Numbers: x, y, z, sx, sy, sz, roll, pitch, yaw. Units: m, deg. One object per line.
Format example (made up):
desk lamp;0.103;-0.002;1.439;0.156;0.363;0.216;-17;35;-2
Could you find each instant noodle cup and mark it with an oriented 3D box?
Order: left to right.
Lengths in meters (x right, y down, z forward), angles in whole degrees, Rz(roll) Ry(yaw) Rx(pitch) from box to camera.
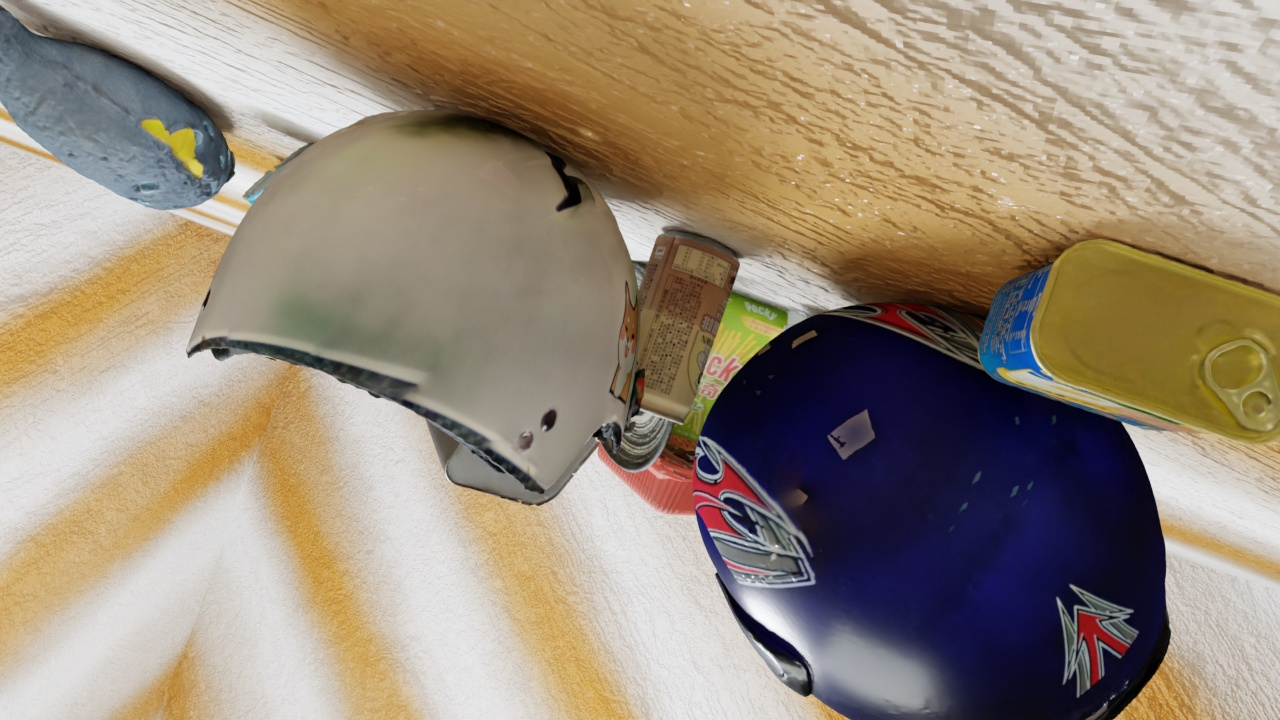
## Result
instant noodle cup;0.037;0.090;0.895;0.188;0.079;0.164;11;-161;-42

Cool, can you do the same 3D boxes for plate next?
plate;-0.005;0.005;0.781;0.024;0.179;0.180;-4;-172;-26

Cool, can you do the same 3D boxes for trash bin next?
trash bin;-0.159;0.037;1.102;0.198;0.199;0.219;22;-151;-35

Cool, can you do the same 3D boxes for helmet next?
helmet;-0.096;-0.049;0.500;0.230;0.157;0.273;21;-173;7
helmet;0.150;0.084;0.571;0.240;0.247;0.315;48;174;-11

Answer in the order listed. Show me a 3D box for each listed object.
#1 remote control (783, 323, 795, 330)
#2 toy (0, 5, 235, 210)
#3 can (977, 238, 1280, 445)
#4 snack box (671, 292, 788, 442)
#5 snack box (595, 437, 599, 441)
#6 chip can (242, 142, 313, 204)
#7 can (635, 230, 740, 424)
remote control;0.155;-0.010;0.753;0.058;0.021;0.150;-1;171;16
toy;-0.388;-0.180;0.691;0.138;0.091;0.356;47;179;9
can;0.201;-0.006;0.380;0.102;0.057;0.083;19;179;5
snack box;0.056;0.007;0.782;0.086;0.026;0.157;19;132;-6
snack box;-0.001;0.019;0.982;0.075;0.154;0.026;8;-159;-5
chip can;-0.228;-0.074;0.763;0.071;0.071;0.210;14;146;55
can;0.020;-0.021;0.598;0.058;0.116;0.058;19;177;1
